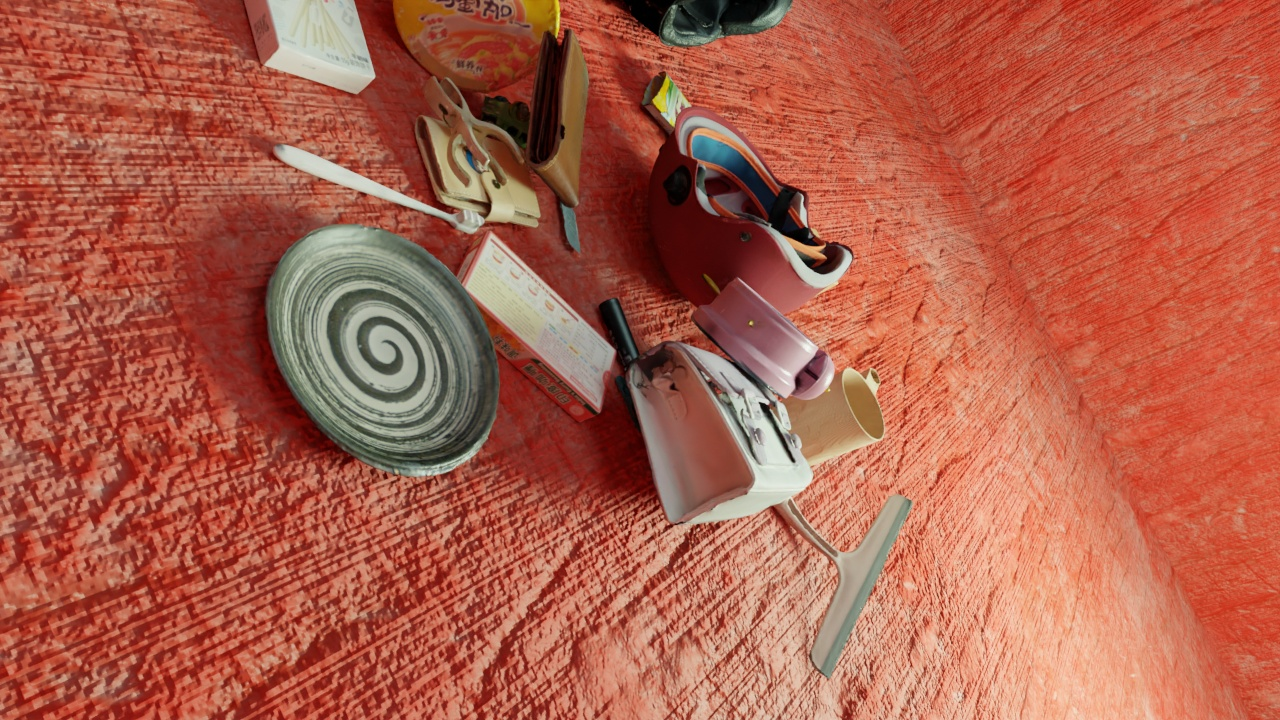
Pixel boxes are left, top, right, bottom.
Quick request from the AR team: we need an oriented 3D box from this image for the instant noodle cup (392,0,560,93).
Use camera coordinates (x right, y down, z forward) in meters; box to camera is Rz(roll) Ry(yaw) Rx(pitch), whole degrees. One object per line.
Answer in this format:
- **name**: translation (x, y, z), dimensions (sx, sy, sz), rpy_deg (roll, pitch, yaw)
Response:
- **instant noodle cup**: translation (-0.140, -0.324, 0.804), dimensions (0.138, 0.138, 0.109), rpy_deg (39, 29, -32)

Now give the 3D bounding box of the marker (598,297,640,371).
- **marker**: translation (-0.005, 0.005, 0.837), dimensions (0.022, 0.020, 0.132), rpy_deg (-13, 77, -45)

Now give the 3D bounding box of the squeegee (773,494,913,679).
- **squeegee**: translation (0.152, 0.143, 0.936), dimensions (0.249, 0.040, 0.246), rpy_deg (49, 51, -9)

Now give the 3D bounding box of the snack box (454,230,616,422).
- **snack box**: translation (-0.085, -0.026, 0.742), dimensions (0.156, 0.027, 0.076), rpy_deg (44, 36, -25)

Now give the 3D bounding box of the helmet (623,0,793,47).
- **helmet**: translation (0.081, -0.534, 1.149), dimensions (0.230, 0.275, 0.233), rpy_deg (38, 18, 13)

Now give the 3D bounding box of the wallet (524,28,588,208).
- **wallet**: translation (-0.067, -0.206, 0.789), dimensions (0.101, 0.032, 0.124), rpy_deg (44, 52, -79)

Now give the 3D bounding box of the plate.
- **plate**: translation (-0.168, -0.006, 0.608), dimensions (0.179, 0.024, 0.179), rpy_deg (32, 44, -36)

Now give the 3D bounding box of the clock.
- **clock**: translation (0.121, -0.016, 0.861), dimensions (0.158, 0.060, 0.117), rpy_deg (35, 10, -40)

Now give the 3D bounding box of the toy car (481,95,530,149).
- **toy car**: translation (-0.105, -0.213, 0.841), dimensions (0.091, 0.043, 0.036), rpy_deg (17, 98, -42)

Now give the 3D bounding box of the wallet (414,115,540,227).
- **wallet**: translation (-0.133, -0.156, 0.778), dimensions (0.115, 0.024, 0.087), rpy_deg (7, 62, -54)

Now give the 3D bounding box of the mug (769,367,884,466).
- **mug**: translation (0.206, 0.058, 1.016), dimensions (0.084, 0.104, 0.124), rpy_deg (56, 32, -9)

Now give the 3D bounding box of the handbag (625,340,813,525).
- **handbag**: translation (0.070, 0.061, 0.800), dimensions (0.145, 0.099, 0.196), rpy_deg (63, 16, 16)

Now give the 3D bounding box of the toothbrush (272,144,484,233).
- **toothbrush**: translation (-0.188, -0.127, 0.682), dimensions (0.180, 0.016, 0.016), rpy_deg (16, 51, -49)

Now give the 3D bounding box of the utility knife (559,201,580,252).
- **utility knife**: translation (-0.077, -0.195, 0.896), dimensions (0.029, 0.013, 0.216), rpy_deg (21, 50, -46)

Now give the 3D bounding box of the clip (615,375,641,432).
- **clip**: translation (-0.003, 0.035, 0.816), dimensions (0.014, 0.043, 0.056), rpy_deg (-13, 76, -60)

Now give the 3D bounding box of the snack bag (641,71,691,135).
- **snack bag**: translation (0.076, -0.270, 1.151), dimensions (0.191, 0.039, 0.110), rpy_deg (45, 24, -25)

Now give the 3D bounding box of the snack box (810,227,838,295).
- **snack box**: translation (0.165, -0.109, 1.094), dimensions (0.092, 0.095, 0.077), rpy_deg (3, 64, -54)

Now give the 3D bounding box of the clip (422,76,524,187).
- **clip**: translation (-0.132, -0.184, 0.752), dimensions (0.092, 0.035, 0.103), rpy_deg (11, 47, -42)

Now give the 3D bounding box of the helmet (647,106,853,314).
- **helmet**: translation (0.089, -0.138, 0.972), dimensions (0.206, 0.144, 0.240), rpy_deg (-1, 52, -50)

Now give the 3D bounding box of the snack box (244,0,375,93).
- **snack box**: translation (-0.259, -0.282, 0.693), dimensions (0.084, 0.027, 0.156), rpy_deg (2, 65, -54)
